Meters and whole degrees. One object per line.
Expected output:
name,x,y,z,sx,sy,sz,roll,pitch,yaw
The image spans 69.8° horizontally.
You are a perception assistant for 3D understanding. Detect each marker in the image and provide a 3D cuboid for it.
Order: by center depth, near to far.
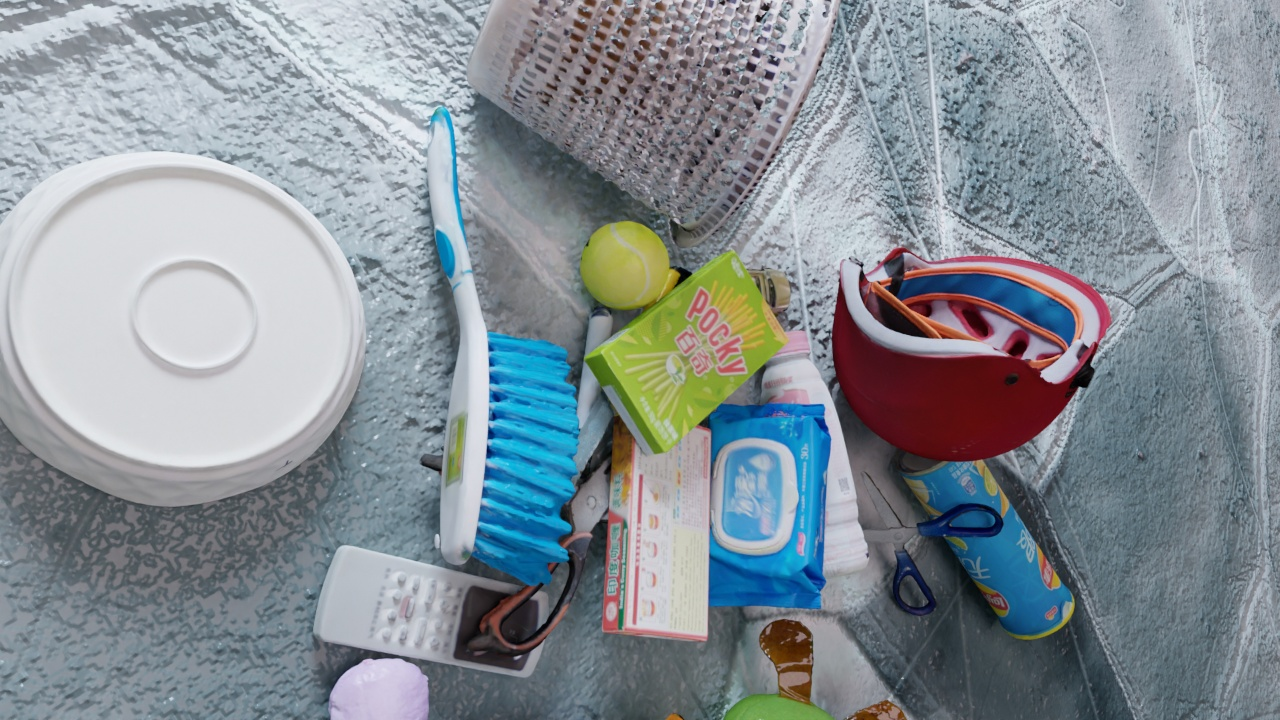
marker,-0.037,0.020,0.656,0.022,0.018,0.130,19,62,-26

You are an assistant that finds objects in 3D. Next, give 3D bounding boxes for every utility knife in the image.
utility knife,-0.004,0.004,0.670,0.033,0.015,0.218,50,48,-25

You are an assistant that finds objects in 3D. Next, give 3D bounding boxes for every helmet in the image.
helmet,0.270,0.000,0.779,0.239,0.207,0.144,-13,125,-33

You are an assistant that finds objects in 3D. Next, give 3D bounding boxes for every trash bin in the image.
trash bin,-0.004,-0.217,0.627,0.192,0.228,0.227,22,70,-16

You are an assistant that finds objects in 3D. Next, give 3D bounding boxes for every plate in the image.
plate,-0.253,-0.023,0.517,0.204,0.046,0.204,6,79,-32

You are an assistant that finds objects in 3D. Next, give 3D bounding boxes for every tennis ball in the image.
tennis ball,-0.011,-0.069,0.670,0.065,0.066,0.065,6,79,-33

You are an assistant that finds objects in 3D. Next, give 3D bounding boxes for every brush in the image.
brush,-0.097,-0.017,0.599,0.109,0.061,0.314,13,66,-28

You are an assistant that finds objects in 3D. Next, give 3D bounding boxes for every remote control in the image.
remote control,-0.128,0.161,0.583,0.150,0.021,0.058,21,71,-29

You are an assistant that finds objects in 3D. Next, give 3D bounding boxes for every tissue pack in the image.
tissue pack,0.092,0.108,0.690,0.052,0.095,0.157,28,64,-62

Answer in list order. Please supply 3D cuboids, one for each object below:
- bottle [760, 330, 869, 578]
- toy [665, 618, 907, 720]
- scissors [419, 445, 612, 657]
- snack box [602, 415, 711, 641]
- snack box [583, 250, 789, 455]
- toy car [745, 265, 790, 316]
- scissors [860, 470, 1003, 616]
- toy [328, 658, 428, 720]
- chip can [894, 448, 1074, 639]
bottle,0.135,0.075,0.745,0.068,0.068,0.197,-5,82,-34
toy,0.089,0.321,0.661,0.227,0.090,0.246,48,64,-17
scissors,-0.051,0.109,0.633,0.225,0.015,0.188,16,64,-31
snack box,0.014,0.117,0.655,0.077,0.027,0.155,19,64,-35
snack box,0.038,-0.009,0.670,0.156,0.026,0.086,-38,101,-35
toy car,0.089,-0.057,0.754,0.090,0.035,0.042,-1,84,-36
scissors,0.234,0.157,0.794,0.176,0.012,0.162,-12,115,-4
toy,-0.149,0.231,0.547,0.083,0.039,0.108,-9,85,-34
chip can,0.318,0.159,0.848,0.071,0.071,0.210,-46,107,-30
